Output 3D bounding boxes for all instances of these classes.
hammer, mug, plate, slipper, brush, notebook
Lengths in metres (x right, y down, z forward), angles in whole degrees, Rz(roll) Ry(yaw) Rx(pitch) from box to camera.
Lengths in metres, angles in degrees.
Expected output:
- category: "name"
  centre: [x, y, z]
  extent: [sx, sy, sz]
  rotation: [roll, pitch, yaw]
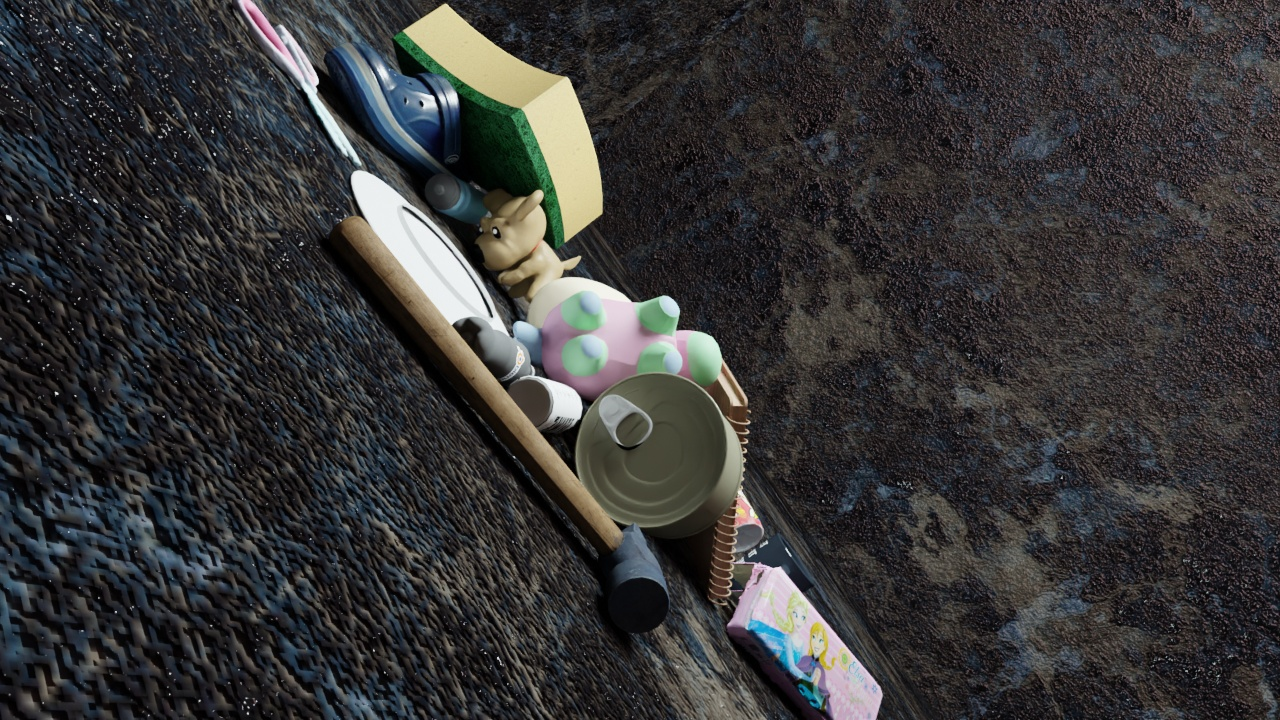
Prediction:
- category: "hammer"
  centre: [-0.093, 0.036, 0.614]
  extent: [0.322, 0.040, 0.129]
  rotation: [51, 2, -11]
- category: "mug"
  centre: [0.145, 0.249, 1.043]
  extent: [0.071, 0.077, 0.105]
  rotation: [55, 6, 11]
- category: "plate"
  centre: [-0.168, -0.080, 0.784]
  extent: [0.208, 0.015, 0.208]
  rotation: [53, 6, -8]
- category: "mug"
  centre: [-0.066, -0.026, 0.948]
  extent: [0.099, 0.096, 0.120]
  rotation: [19, 74, -61]
- category: "slipper"
  centre: [-0.235, -0.261, 0.962]
  extent: [0.105, 0.095, 0.253]
  rotation: [58, 3, 19]
- category: "brush"
  centre: [-0.159, -0.262, 1.036]
  extent: [0.250, 0.075, 0.195]
  rotation: [39, -21, 30]
- category: "notebook"
  centre: [0.073, 0.111, 0.917]
  extent: [0.169, 0.022, 0.211]
  rotation: [-110, -158, -69]

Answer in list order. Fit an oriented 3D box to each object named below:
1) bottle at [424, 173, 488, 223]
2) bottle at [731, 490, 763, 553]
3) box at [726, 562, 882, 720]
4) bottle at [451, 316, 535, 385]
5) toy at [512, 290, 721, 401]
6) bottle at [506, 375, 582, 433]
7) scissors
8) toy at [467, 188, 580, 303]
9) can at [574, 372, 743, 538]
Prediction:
- category: "bottle"
  centre: [-0.198, -0.175, 0.990]
  extent: [0.040, 0.040, 0.130]
  rotation: [54, 6, 2]
- category: "bottle"
  centre: [0.106, 0.185, 1.202]
  extent: [0.062, 0.062, 0.137]
  rotation: [48, 9, -43]
- category: "box"
  centre: [0.147, 0.308, 0.948]
  extent: [0.230, 0.106, 0.086]
  rotation: [51, 50, -25]
- category: "bottle"
  centre: [-0.108, -0.003, 0.695]
  extent: [0.036, 0.036, 0.110]
  rotation: [56, 6, 22]
- category: "toy"
  centre: [-0.026, -0.001, 0.844]
  extent: [0.171, 0.222, 0.120]
  rotation: [147, -55, -60]
- category: "bottle"
  centre: [-0.072, 0.037, 0.733]
  extent: [0.041, 0.041, 0.116]
  rotation: [55, 6, 12]
- category: "scissors"
  centre: [-0.281, -0.232, 0.796]
  extent: [0.179, 0.016, 0.105]
  rotation: [53, 5, 2]
- category: "toy"
  centre: [-0.127, -0.122, 0.976]
  extent: [0.134, 0.105, 0.108]
  rotation: [20, -37, 58]
- category: "can"
  centre: [0.018, 0.081, 0.761]
  extent: [0.127, 0.128, 0.073]
  rotation: [56, 5, 25]
